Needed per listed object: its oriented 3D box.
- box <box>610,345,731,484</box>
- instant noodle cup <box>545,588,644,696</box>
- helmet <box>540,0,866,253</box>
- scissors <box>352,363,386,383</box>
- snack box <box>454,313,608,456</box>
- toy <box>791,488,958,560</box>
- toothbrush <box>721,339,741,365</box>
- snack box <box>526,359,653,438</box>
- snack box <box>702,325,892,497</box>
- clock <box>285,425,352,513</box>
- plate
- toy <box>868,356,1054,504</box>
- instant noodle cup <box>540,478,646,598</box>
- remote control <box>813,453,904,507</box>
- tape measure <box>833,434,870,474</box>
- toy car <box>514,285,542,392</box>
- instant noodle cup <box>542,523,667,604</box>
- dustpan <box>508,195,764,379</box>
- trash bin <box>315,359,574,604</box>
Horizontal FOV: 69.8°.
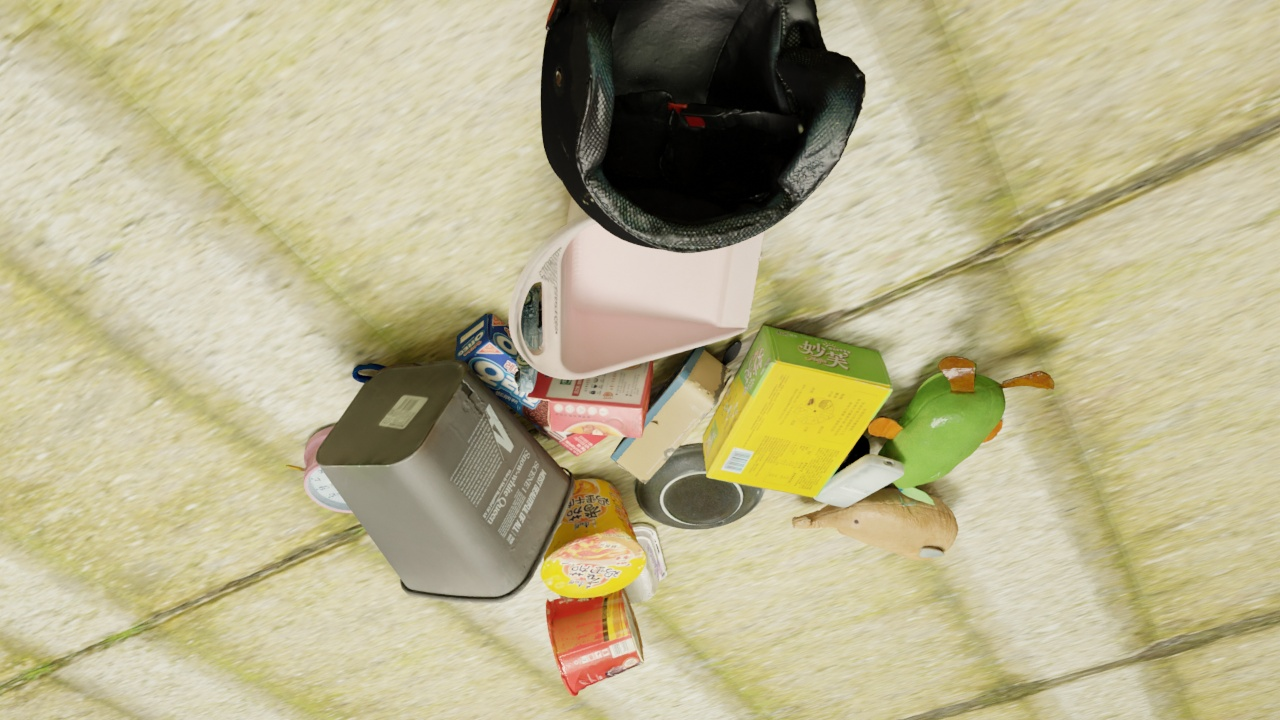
[{"bbox_3d":[0.039,0.061,1.086,0.059,0.089,0.185,35,122,-1],"label":"box"},{"bbox_3d":[-0.060,0.385,1.276,0.108,0.137,0.138,-17,131,1],"label":"instant noodle cup"},{"bbox_3d":[0.031,-0.223,0.748,0.233,0.230,0.274,6,90,-20],"label":"helmet"},{"bbox_3d":[-0.263,0.041,1.098,0.176,0.012,0.163,20,135,-13],"label":"scissors"},{"bbox_3d":[-0.125,0.032,1.081,0.058,0.057,0.207,-34,125,22],"label":"snack box"},{"bbox_3d":[0.322,0.217,1.251,0.226,0.082,0.144,15,141,-15],"label":"toy"},{"bbox_3d":[0.073,0.037,1.127,0.014,0.016,0.190,27,129,-11],"label":"toothbrush"},{"bbox_3d":[-0.053,0.032,1.031,0.127,0.113,0.044,5,124,6],"label":"snack box"},{"bbox_3d":[0.185,0.068,1.118,0.157,0.069,0.211,12,130,-14],"label":"snack box"},{"bbox_3d":[-0.352,0.136,1.161,0.159,0.059,0.117,-17,131,9],"label":"clock"},{"bbox_3d":[0.081,0.181,1.248,0.179,0.024,0.180,-2,132,-2],"label":"plate"},{"bbox_3d":[0.372,0.079,1.126,0.226,0.089,0.247,6,136,-25],"label":"toy"},{"bbox_3d":[-0.069,0.232,1.219,0.138,0.109,0.138,-7,135,-7],"label":"instant noodle cup"},{"bbox_3d":[0.272,0.152,1.153,0.056,0.020,0.136,16,149,-16],"label":"remote control"},{"bbox_3d":[0.265,0.119,1.177,0.039,0.057,0.057,17,151,-14],"label":"tape measure"},{"bbox_3d":[-0.120,-0.024,0.988,0.036,0.120,0.054,3,155,-11],"label":"toy car"},{"bbox_3d":[-0.053,0.308,1.333,0.173,0.060,0.138,-10,132,5],"label":"instant noodle cup"},{"bbox_3d":[0.008,-0.072,0.938,0.273,0.138,0.223,0,131,-2],"label":"dustpan"},{"bbox_3d":[-0.220,0.130,1.038,0.199,0.198,0.220,-4,133,30],"label":"trash bin"}]
